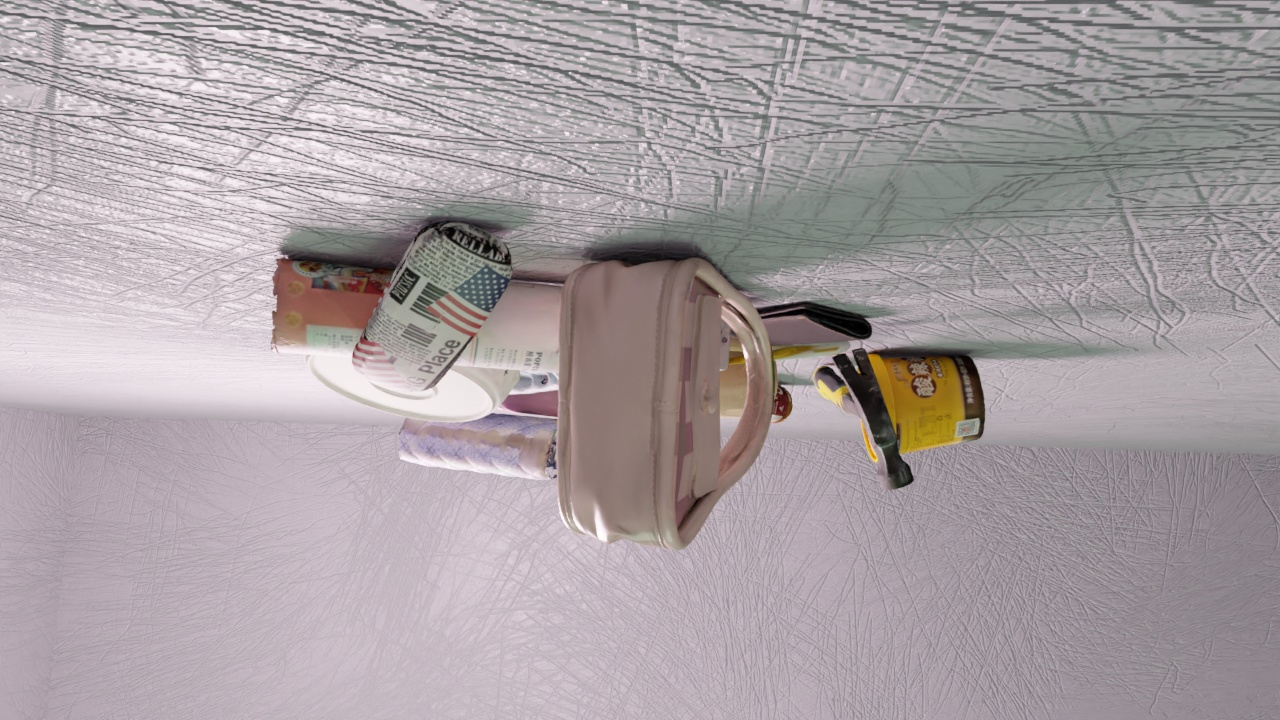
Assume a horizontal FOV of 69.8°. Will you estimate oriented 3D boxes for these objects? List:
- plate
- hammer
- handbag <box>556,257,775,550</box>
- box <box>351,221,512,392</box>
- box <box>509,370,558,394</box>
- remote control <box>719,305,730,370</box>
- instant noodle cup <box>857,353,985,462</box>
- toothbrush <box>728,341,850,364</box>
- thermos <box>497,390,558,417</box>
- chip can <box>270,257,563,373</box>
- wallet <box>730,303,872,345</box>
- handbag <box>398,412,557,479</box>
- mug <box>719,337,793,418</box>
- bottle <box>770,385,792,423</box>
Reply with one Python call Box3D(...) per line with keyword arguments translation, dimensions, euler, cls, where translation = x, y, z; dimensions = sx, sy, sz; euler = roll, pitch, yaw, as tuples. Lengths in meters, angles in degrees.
Box3D(translation=(-0.212, 0.005, 0.838), dimensions=(0.205, 0.045, 0.205), euler=(8, 155, 4), cls="plate")
Box3D(translation=(0.219, 0.038, 0.968), dimensions=(0.032, 0.126, 0.323), euler=(-19, -175, 5), cls="hammer")
Box3D(translation=(0.039, 0.026, 0.674), dimensions=(0.093, 0.193, 0.233), euler=(5, -176, 32), cls="handbag")
Box3D(translation=(-0.138, -0.032, 0.597), dimensions=(0.068, 0.052, 0.165), euler=(9, 144, -35), cls="box")
Box3D(translation=(-0.181, -0.006, 0.933), dimensions=(0.202, 0.058, 0.161), euler=(-6, 154, 43), cls="box")
Box3D(translation=(0.031, -0.014, 0.811), dimensions=(0.019, 0.056, 0.135), euler=(7, 171, -33), cls="remote control")
Box3D(translation=(0.304, 0.047, 1.000), dimensions=(0.114, 0.118, 0.118), euler=(-6, 172, 5), cls="instant noodle cup")
Box3D(translation=(0.125, -0.005, 0.881), dimensions=(0.191, 0.016, 0.018), euler=(-7, 175, -23), cls="toothbrush")
Box3D(translation=(-0.139, 0.041, 1.163), dimensions=(0.199, 0.067, 0.087), euler=(3, -155, 44), cls="thermos")
Box3D(translation=(-0.155, -0.030, 0.676), dimensions=(0.214, 0.071, 0.071), euler=(4, 172, -13), cls="chip can")
Box3D(translation=(0.128, -0.029, 0.814), dimensions=(0.096, 0.020, 0.123), euler=(13, 168, -39), cls="wallet")
Box3D(translation=(-0.182, 0.102, 1.125), dimensions=(0.194, 0.075, 0.134), euler=(4, 180, 11), cls="handbag")
Box3D(translation=(0.085, 0.009, 0.935), dimensions=(0.103, 0.084, 0.125), euler=(4, 146, -22), cls="mug")
Box3D(translation=(0.154, 0.054, 1.285), dimensions=(0.058, 0.057, 0.174), euler=(-3, 171, 33), cls="bottle")
